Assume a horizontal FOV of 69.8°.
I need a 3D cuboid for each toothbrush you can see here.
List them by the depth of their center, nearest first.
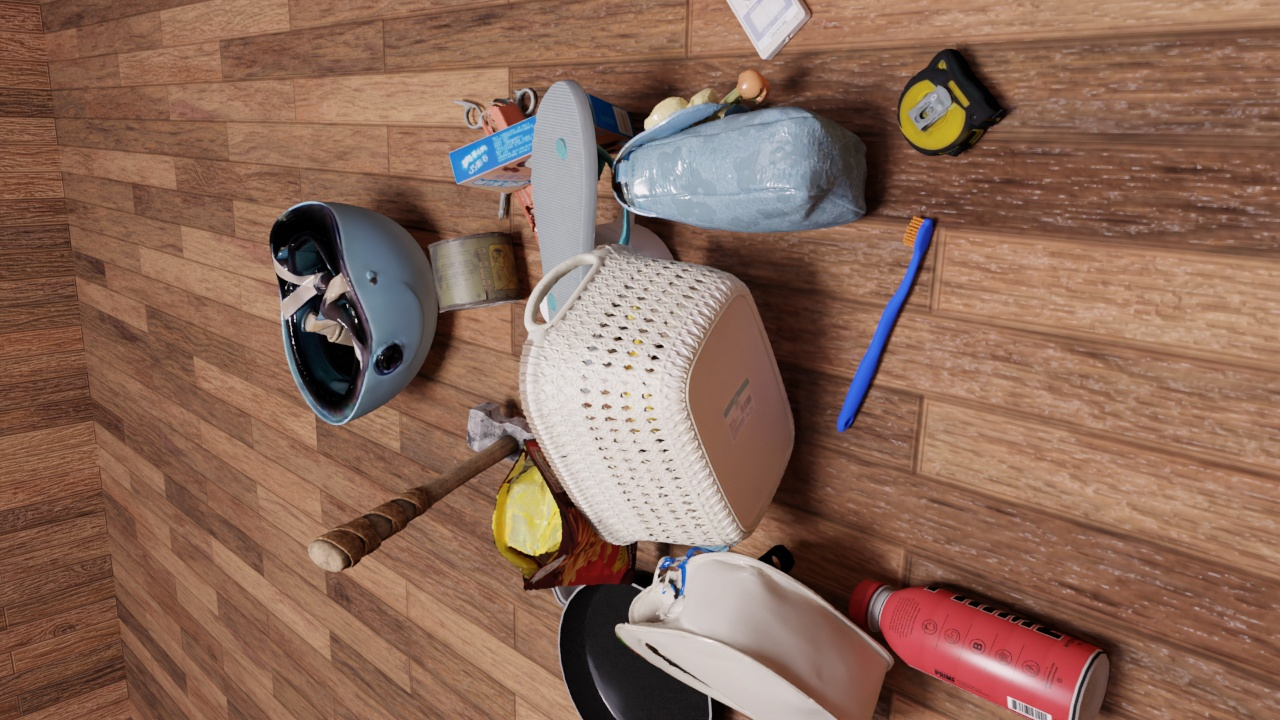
[{"bbox_3d":[0.181,-0.023,0.695,0.018,0.016,0.183,40,125,39],"label":"toothbrush"}]

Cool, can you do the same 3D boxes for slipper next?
[{"bbox_3d":[-0.051,-0.103,0.790,0.098,0.054,0.269,26,123,50],"label":"slipper"}]

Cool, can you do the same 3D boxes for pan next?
[{"bbox_3d":[0.040,0.267,0.882,0.204,0.044,0.357,55,129,19],"label":"pan"}]

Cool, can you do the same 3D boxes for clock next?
[{"bbox_3d":[-0.032,-0.062,0.854,0.125,0.072,0.161,54,130,16],"label":"clock"}]

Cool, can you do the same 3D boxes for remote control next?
[{"bbox_3d":[0.084,-0.309,0.731,0.050,0.011,0.135,-41,70,43],"label":"remote control"}]

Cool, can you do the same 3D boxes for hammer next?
[{"bbox_3d":[-0.192,0.123,0.897,0.121,0.317,0.049,20,114,21],"label":"hammer"}]

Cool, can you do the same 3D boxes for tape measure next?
[{"bbox_3d":[0.205,-0.170,0.624,0.062,0.034,0.061,-49,64,42],"label":"tape measure"}]

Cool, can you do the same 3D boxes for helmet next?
[{"bbox_3d":[-0.335,-0.057,1.102,0.226,0.166,0.266,28,116,41],"label":"helmet"}]

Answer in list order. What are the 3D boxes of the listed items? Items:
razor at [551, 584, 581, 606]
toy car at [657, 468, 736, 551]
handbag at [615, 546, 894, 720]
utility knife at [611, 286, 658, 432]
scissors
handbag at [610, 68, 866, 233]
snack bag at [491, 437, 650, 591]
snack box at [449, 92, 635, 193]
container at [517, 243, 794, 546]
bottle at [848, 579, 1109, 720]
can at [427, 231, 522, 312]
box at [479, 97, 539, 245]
[{"bbox_3d":[-0.055,0.201,0.972,0.116,0.047,0.088,-33,75,36],"label":"razor"},{"bbox_3d":[0.048,0.132,0.857,0.060,0.027,0.107,-38,72,43],"label":"toy car"},{"bbox_3d":[0.082,0.227,0.730,0.200,0.092,0.200,40,147,-19],"label":"handbag"},{"bbox_3d":[-0.005,0.005,0.819,0.030,0.017,0.151,9,123,36],"label":"utility knife"},{"bbox_3d":[-0.151,-0.234,0.985,0.175,0.014,0.142,44,124,27],"label":"scissors"},{"bbox_3d":[0.075,-0.157,0.701,0.192,0.121,0.118,4,91,45],"label":"handbag"},{"bbox_3d":[-0.049,0.133,0.809,0.067,0.207,0.139,-2,81,24],"label":"snack bag"},{"bbox_3d":[-0.089,-0.196,0.845,0.152,0.087,0.034,-16,87,24],"label":"snack box"},{"bbox_3d":[0.022,0.035,0.726,0.143,0.184,0.246,6,139,34],"label":"container"},{"bbox_3d":[0.234,0.203,0.660,0.177,0.062,0.062,15,109,43],"label":"bottle"},{"bbox_3d":[-0.178,-0.095,0.990,0.090,0.089,0.074,-7,94,46],"label":"can"},{"bbox_3d":[-0.113,-0.178,0.930,0.186,0.059,0.056,64,158,9],"label":"box"}]
